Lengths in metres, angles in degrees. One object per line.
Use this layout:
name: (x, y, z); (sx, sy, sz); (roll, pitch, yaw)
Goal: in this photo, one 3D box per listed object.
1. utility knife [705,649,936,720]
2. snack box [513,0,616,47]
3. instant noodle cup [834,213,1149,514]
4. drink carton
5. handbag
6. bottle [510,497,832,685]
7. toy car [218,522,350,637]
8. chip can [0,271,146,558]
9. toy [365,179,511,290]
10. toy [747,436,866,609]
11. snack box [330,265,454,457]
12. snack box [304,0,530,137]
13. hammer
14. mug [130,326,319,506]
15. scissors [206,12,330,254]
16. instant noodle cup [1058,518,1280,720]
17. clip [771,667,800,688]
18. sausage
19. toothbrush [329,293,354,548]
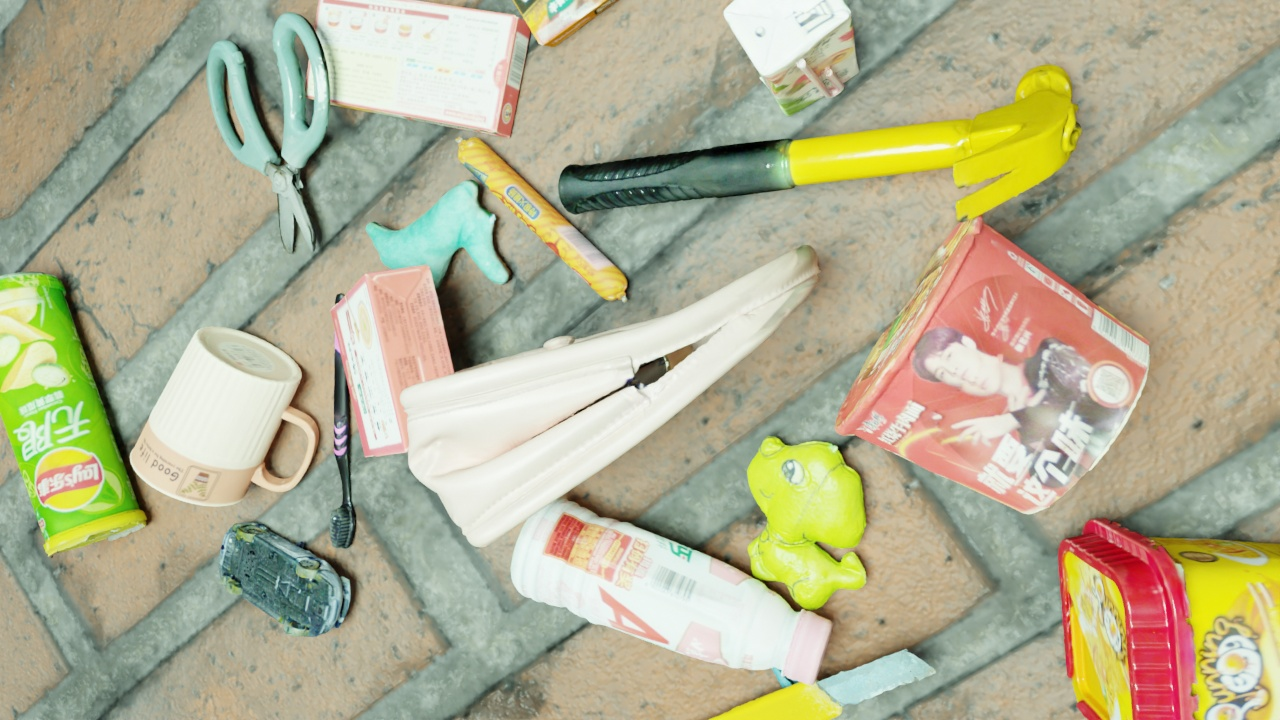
utility knife: (0.084, 0.223, 0.570); (0.217, 0.015, 0.033); (-33, 83, 26)
snack box: (-0.018, -0.272, 0.573); (0.154, 0.026, 0.075); (-30, 98, 19)
instant noodle cup: (0.183, 0.007, 0.481); (0.108, 0.137, 0.138); (32, 102, 8)
drink carton: (0.087, -0.171, 0.502); (0.054, 0.122, 0.045); (-31, 85, 15)
handbag: (-0.003, 0.003, 0.517); (0.234, 0.193, 0.093); (-28, 91, 9)
bottle: (0.019, 0.146, 0.572); (0.197, 0.068, 0.068); (17, 98, 17)
toy car: (-0.268, 0.162, 0.687); (0.121, 0.036, 0.054); (18, 100, 26)
chip can: (-0.463, 0.039, 0.724); (0.073, 0.072, 0.221); (-23, 86, 18)
toy: (-0.134, -0.080, 0.631); (0.092, 0.030, 0.096); (-38, 87, 19)
toy: (0.103, 0.097, 0.562); (0.097, 0.031, 0.100); (32, 107, 14)
snack box: (-0.165, 0.005, 0.618); (0.127, 0.044, 0.113); (-14, 89, 62)
snack box: (-0.156, -0.205, 0.630); (0.156, 0.027, 0.077); (15, 98, 17)
hammer: (0.087, -0.113, 0.529); (0.301, 0.128, 0.033); (-1, 124, 28)
mug: (-0.293, 0.047, 0.670); (0.114, 0.081, 0.106); (29, 101, -13)
scissors: (-0.274, -0.164, 0.668); (0.171, 0.019, 0.177); (21, 116, 29)
instant noodle cup: (0.294, 0.141, 0.465); (0.124, 0.116, 0.116); (-5, 91, 7)
clip: (0.099, 0.203, 0.579); (0.047, 0.014, 0.057); (-33, 82, 19)
sausage: (-0.066, -0.095, 0.610); (0.165, 0.021, 0.021); (44, 105, 11)
toothbrush: (-0.221, 0.045, 0.674); (0.014, 0.017, 0.189); (0, 92, 19)
